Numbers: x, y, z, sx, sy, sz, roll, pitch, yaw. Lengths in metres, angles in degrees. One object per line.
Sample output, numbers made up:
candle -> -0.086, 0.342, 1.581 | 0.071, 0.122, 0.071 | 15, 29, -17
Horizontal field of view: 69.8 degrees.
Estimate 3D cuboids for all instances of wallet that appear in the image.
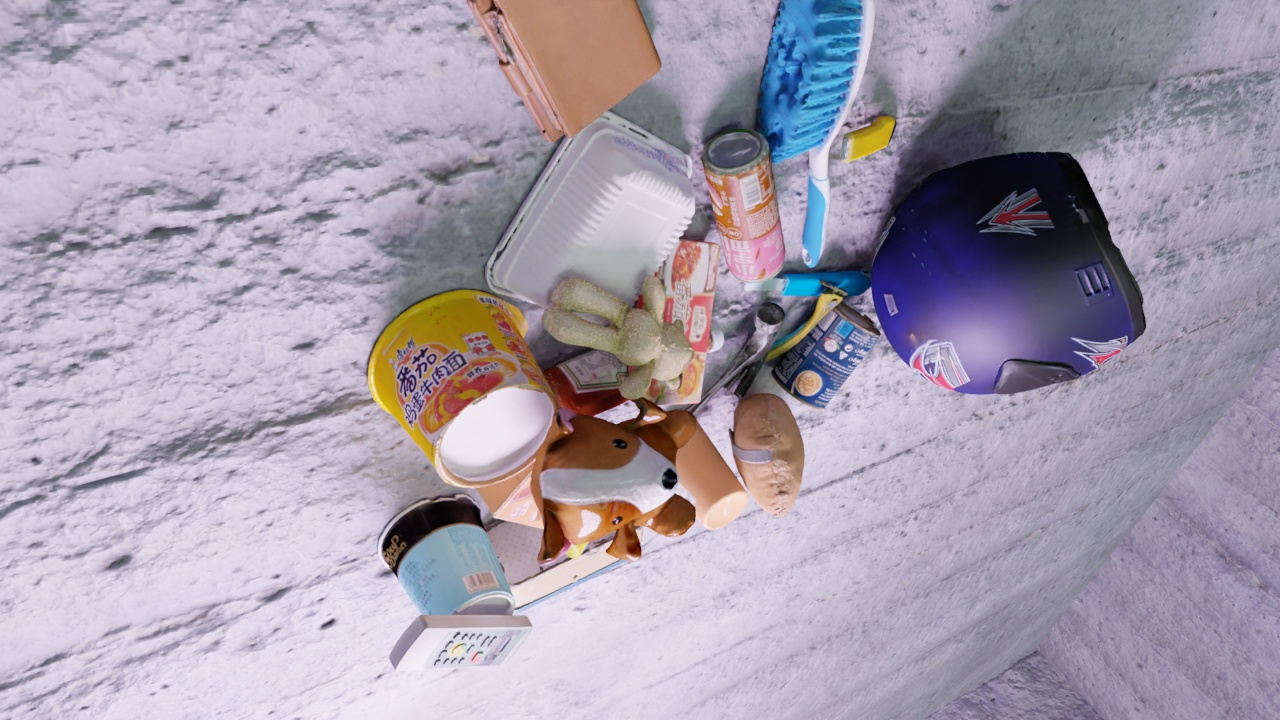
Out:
wallet -> -0.047, -0.224, 0.630 | 0.107, 0.031, 0.132 | -40, 143, -5

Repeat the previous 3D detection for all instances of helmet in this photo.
helmet -> 0.380, -0.077, 0.987 | 0.241, 0.247, 0.315 | -25, 154, 24

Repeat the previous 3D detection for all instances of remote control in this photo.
remote control -> -0.161, 0.257, 0.835 | 0.135, 0.019, 0.056 | 20, 113, -49

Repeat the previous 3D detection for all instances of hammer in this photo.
hammer -> 0.034, 0.076, 0.931 | 0.322, 0.032, 0.126 | -45, 162, -24

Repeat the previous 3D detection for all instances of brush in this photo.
brush -> 0.152, -0.191, 0.825 | 0.109, 0.060, 0.315 | -23, 143, -27

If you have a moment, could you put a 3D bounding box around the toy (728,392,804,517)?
toy -> 0.143, 0.108, 1.065 | 0.082, 0.143, 0.226 | -2, 172, 5

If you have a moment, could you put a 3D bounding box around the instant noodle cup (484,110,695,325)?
instant noodle cup -> -0.030, -0.103, 0.749 | 0.137, 0.060, 0.174 | 14, 117, -48

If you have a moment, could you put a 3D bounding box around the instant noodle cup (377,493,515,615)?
instant noodle cup -> -0.181, 0.210, 0.889 | 0.111, 0.120, 0.111 | -24, 141, -21

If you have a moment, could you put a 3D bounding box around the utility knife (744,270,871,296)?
utility knife -> 0.183, -0.083, 0.989 | 0.197, 0.018, 0.034 | -5, 141, -38

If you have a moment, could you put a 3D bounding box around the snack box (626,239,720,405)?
snack box -> 0.031, -0.035, 0.847 | 0.075, 0.025, 0.153 | -1, 102, -39

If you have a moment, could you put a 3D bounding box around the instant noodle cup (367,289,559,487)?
instant noodle cup -> -0.137, 0.028, 0.747 | 0.137, 0.110, 0.138 | -24, 139, -22

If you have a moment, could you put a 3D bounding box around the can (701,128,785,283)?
can -> 0.095, -0.136, 0.823 | 0.058, 0.058, 0.147 | -34, 143, -9

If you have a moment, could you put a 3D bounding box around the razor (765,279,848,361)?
razor -> 0.169, -0.035, 1.005 | 0.133, 0.028, 0.043 | -43, 150, 24

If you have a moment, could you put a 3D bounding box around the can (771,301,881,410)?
can -> 0.211, -0.009, 1.043 | 0.075, 0.075, 0.111 | 11, 120, -47

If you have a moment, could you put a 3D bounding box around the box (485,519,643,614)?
box -> -0.090, 0.197, 0.985 | 0.184, 0.089, 0.060 | -21, 141, -21

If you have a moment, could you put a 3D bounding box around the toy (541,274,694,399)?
toy -> -0.015, -0.021, 0.753 | 0.157, 0.066, 0.105 | 22, 71, -47

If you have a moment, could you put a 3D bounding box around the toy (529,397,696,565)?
toy -> -0.017, 0.098, 0.760 | 0.199, 0.131, 0.140 | 11, 77, -57

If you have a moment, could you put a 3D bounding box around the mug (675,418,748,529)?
mug -> 0.060, 0.122, 1.007 | 0.078, 0.122, 0.078 | -23, 140, -21

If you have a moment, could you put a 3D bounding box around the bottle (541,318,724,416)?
bottle -> -0.005, 0.005, 0.886 | 0.205, 0.060, 0.060 | -22, 140, -31

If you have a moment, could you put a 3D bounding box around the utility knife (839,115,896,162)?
utility knife -> 0.205, -0.203, 0.834 | 0.169, 0.015, 0.033 | -32, 138, -56

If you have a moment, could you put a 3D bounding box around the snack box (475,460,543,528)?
snack box -> -0.104, 0.095, 0.860 | 0.077, 0.092, 0.094 | -49, 143, 11
